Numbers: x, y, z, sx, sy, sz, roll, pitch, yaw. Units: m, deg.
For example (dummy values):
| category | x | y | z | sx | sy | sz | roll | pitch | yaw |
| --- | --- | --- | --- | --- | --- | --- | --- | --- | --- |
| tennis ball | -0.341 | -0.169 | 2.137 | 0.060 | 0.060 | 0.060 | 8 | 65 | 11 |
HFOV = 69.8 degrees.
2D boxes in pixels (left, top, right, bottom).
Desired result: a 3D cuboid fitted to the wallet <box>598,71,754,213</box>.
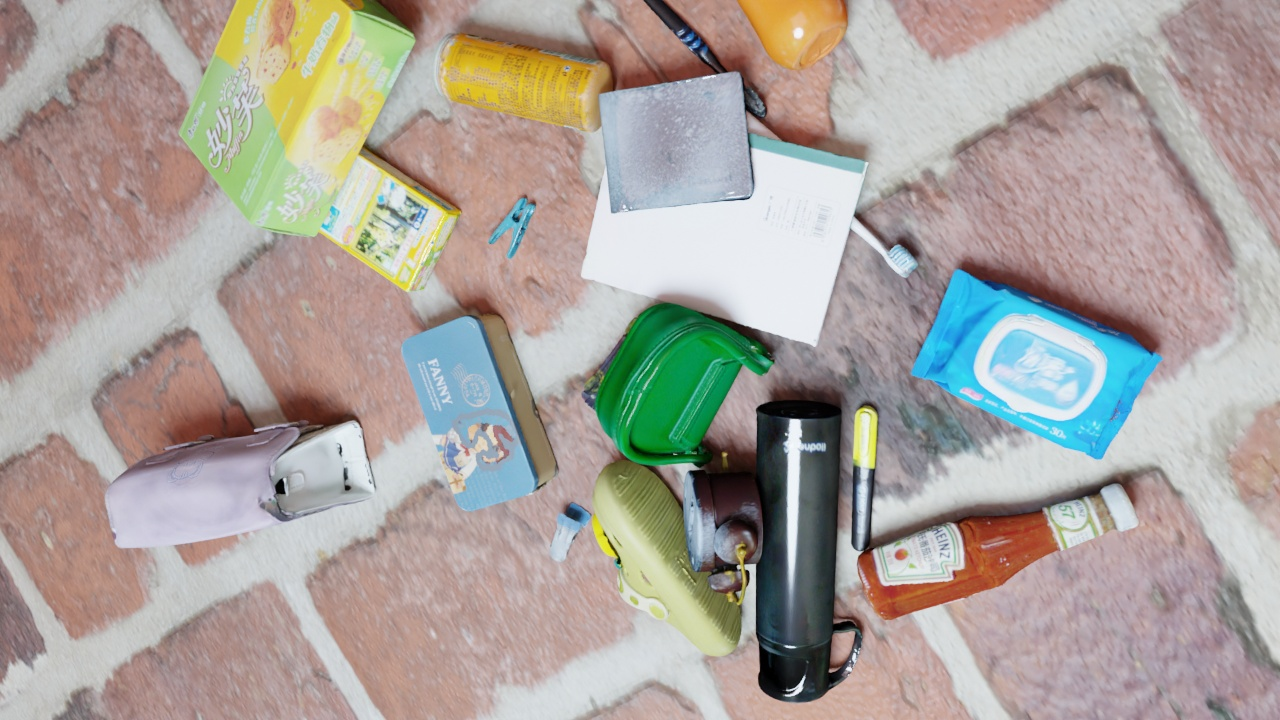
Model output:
| category | x | y | z | sx | sy | sz | roll | pitch | yaw |
| --- | --- | --- | --- | --- | --- | --- | --- | --- | --- |
| wallet | 0.028 | -0.170 | 0.726 | 0.121 | 0.019 | 0.097 | -3 | 101 | 20 |

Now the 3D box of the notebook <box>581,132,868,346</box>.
| category | x | y | z | sx | sy | sz | roll | pitch | yaw |
| --- | --- | --- | --- | --- | --- | --- | --- | --- | --- |
| notebook | 0.061 | -0.111 | 0.739 | 0.209 | 0.012 | 0.150 | 18 | 108 | 17 |

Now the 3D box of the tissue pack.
| category | x | y | z | sx | sy | sz | roll | pitch | yaw |
| --- | --- | --- | --- | --- | --- | --- | --- | --- | --- |
| tissue pack | 0.290 | 0.002 | 0.683 | 0.157 | 0.052 | 0.095 | 26 | 106 | 13 |

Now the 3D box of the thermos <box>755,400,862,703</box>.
| category | x | y | z | sx | sy | sz | roll | pitch | yaw |
| --- | --- | --- | --- | --- | --- | --- | --- | --- | --- |
| thermos | 0.139 | 0.156 | 0.761 | 0.090 | 0.068 | 0.242 | -4 | 101 | -10 |

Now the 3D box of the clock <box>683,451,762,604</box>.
| category | x | y | z | sx | sy | sz | roll | pitch | yaw |
| --- | --- | --- | --- | --- | --- | --- | --- | --- | --- |
| clock | 0.067 | 0.138 | 0.738 | 0.055 | 0.121 | 0.082 | -2 | 133 | -6 |

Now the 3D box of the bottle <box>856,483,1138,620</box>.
| category | x | y | z | sx | sy | sz | roll | pitch | yaw |
| --- | --- | --- | --- | --- | --- | --- | --- | --- | --- |
| bottle | 0.273 | 0.145 | 0.711 | 0.206 | 0.059 | 0.060 | -24 | 91 | 19 |

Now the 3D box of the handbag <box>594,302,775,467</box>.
| category | x | y | z | sx | sy | sz | roll | pitch | yaw |
| --- | --- | --- | --- | --- | --- | --- | --- | --- | --- |
| handbag | 0.035 | 0.025 | 0.749 | 0.120 | 0.068 | 0.131 | 18 | 107 | -30 |

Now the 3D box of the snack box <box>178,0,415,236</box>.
| category | x | y | z | sx | sy | sz | roll | pitch | yaw |
| --- | --- | --- | --- | --- | --- | --- | --- | --- | --- |
| snack box | -0.309 | -0.240 | 0.812 | 0.157 | 0.070 | 0.210 | 44 | 110 | 27 |

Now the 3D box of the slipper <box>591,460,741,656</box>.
| category | x | y | z | sx | sy | sz | roll | pitch | yaw |
| --- | --- | --- | --- | --- | --- | --- | --- | --- | --- |
| slipper | 0.010 | 0.179 | 0.791 | 0.082 | 0.091 | 0.190 | -36 | 90 | 23 |

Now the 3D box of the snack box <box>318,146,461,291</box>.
| category | x | y | z | sx | sy | sz | roll | pitch | yaw |
| --- | --- | --- | --- | --- | --- | --- | --- | --- | --- |
| snack box | -0.244 | -0.136 | 0.851 | 0.140 | 0.033 | 0.087 | 34 | 108 | 12 |

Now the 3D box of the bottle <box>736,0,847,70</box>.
| category | x | y | z | sx | sy | sz | roll | pitch | yaw |
| --- | --- | --- | --- | --- | --- | --- | --- | --- | --- |
| bottle | 0.093 | -0.293 | 0.698 | 0.067 | 0.066 | 0.149 | -39 | 79 | 20 |

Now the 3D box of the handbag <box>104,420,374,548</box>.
| category | x | y | z | sx | sy | sz | roll | pitch | yaw |
| --- | --- | --- | --- | --- | --- | --- | --- | --- | --- |
| handbag | -0.384 | 0.116 | 0.882 | 0.197 | 0.144 | 0.098 | -10 | 98 | 19 |

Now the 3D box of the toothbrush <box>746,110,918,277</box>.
| category | x | y | z | sx | sy | sz | roll | pitch | yaw |
| --- | --- | --- | --- | --- | --- | --- | --- | --- | --- |
| toothbrush | 0.129 | -0.142 | 0.726 | 0.221 | 0.026 | 0.026 | 43 | 131 | 8 |

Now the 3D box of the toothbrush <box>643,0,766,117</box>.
| category | x | y | z | sx | sy | sz | roll | pitch | yaw |
| --- | --- | --- | --- | --- | --- | --- | --- | --- | --- |
| toothbrush | 0.036 | -0.265 | 0.744 | 0.014 | 0.016 | 0.189 | -44 | 83 | 12 |

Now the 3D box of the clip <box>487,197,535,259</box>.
| category | x | y | z | sx | sy | sz | roll | pitch | yaw |
| --- | --- | --- | --- | --- | --- | --- | --- | --- | --- |
| clip | -0.113 | -0.119 | 0.820 | 0.039 | 0.013 | 0.056 | 39 | 110 | 8 |

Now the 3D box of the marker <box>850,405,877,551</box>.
| category | x | y | z | sx | sy | sz | roll | pitch | yaw |
| --- | --- | --- | --- | --- | --- | --- | --- | --- | --- |
| marker | 0.183 | 0.099 | 0.756 | 0.018 | 0.015 | 0.124 | 5 | 102 | 23 |

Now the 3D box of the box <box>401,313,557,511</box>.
| category | x | y | z | sx | sy | sz | roll | pitch | yaw |
| --- | --- | --- | --- | --- | --- | --- | --- | --- | --- |
| box | -0.147 | 0.040 | 0.835 | 0.090 | 0.059 | 0.184 | -21 | 94 | 20 |

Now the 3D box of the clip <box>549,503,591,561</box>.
| category | x | y | z | sx | sy | sz | roll | pitch | yaw |
| --- | --- | --- | --- | --- | --- | --- | --- | --- | --- |
| clip | -0.070 | 0.162 | 0.851 | 0.027 | 0.044 | 0.058 | 30 | 116 | 9 |

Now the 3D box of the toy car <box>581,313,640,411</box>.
| category | x | y | z | sx | sy | sz | roll | pitch | yaw |
| --- | --- | --- | --- | --- | --- | --- | --- | --- | --- |
| toy car | -0.005 | 0.005 | 0.794 | 0.049 | 0.031 | 0.106 | 37 | 101 | 6 |

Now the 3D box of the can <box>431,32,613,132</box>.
| category | x | y | z | sx | sy | sz | roll | pitch | yaw |
| --- | --- | --- | --- | --- | --- | --- | --- | --- | --- |
| can | -0.098 | -0.234 | 0.771 | 0.146 | 0.058 | 0.058 | 17 | 104 | 15 |
